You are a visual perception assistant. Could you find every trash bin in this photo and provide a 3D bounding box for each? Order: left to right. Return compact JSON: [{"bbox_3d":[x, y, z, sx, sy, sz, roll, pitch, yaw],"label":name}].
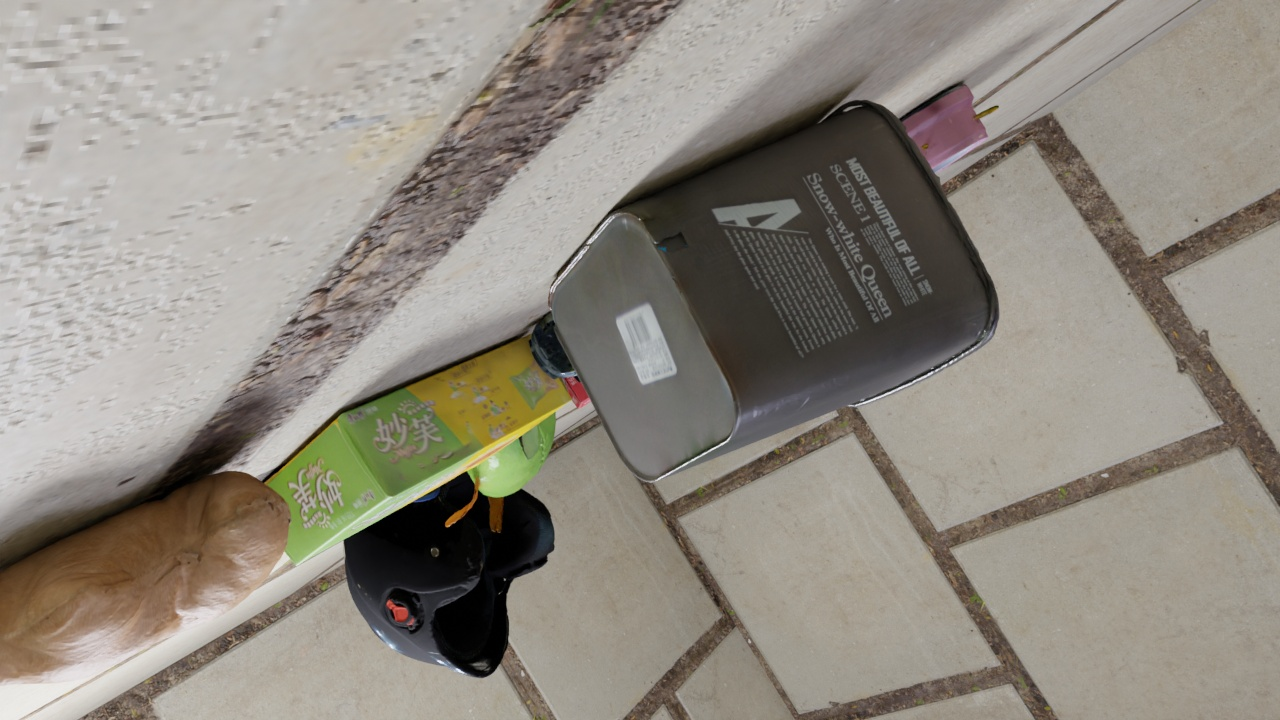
[{"bbox_3d":[0.079,-0.039,0.624,0.219,0.199,0.199,-22,171,-33],"label":"trash bin"}]

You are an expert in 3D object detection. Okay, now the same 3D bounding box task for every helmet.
[{"bbox_3d":[-0.246,0.248,1.129,0.230,0.274,0.233,-5,175,19],"label":"helmet"}]

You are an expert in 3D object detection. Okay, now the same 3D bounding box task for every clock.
[{"bbox_3d":[0.291,-0.220,0.952,0.117,0.060,0.158,-31,179,-9],"label":"clock"}]

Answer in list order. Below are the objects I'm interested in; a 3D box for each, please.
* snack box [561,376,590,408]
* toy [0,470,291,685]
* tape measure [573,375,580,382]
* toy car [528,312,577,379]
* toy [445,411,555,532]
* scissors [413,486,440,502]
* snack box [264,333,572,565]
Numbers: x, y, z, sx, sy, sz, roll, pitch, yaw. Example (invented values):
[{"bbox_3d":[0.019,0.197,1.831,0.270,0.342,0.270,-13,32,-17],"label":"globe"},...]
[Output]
[{"bbox_3d":[-0.010,-0.013,1.240,0.207,0.057,0.058,-31,174,-12],"label":"snack box"},{"bbox_3d":[-0.300,0.129,0.492,0.225,0.082,0.144,-25,168,-45],"label":"toy"},{"bbox_3d":[-0.060,0.002,1.131,0.058,0.039,0.057,-33,177,20],"label":"tape measure"},{"bbox_3d":[-0.036,-0.029,0.768,0.120,0.054,0.037,-32,174,-27],"label":"toy car"},{"bbox_3d":[-0.139,0.082,0.970,0.247,0.090,0.226,108,6,-64],"label":"toy"},{"bbox_3d":[-0.237,0.110,0.884,0.162,0.012,0.176,-8,-167,-30],"label":"scissors"},{"bbox_3d":[-0.178,0.068,0.736,0.158,0.070,0.209,-34,177,38],"label":"snack box"}]
